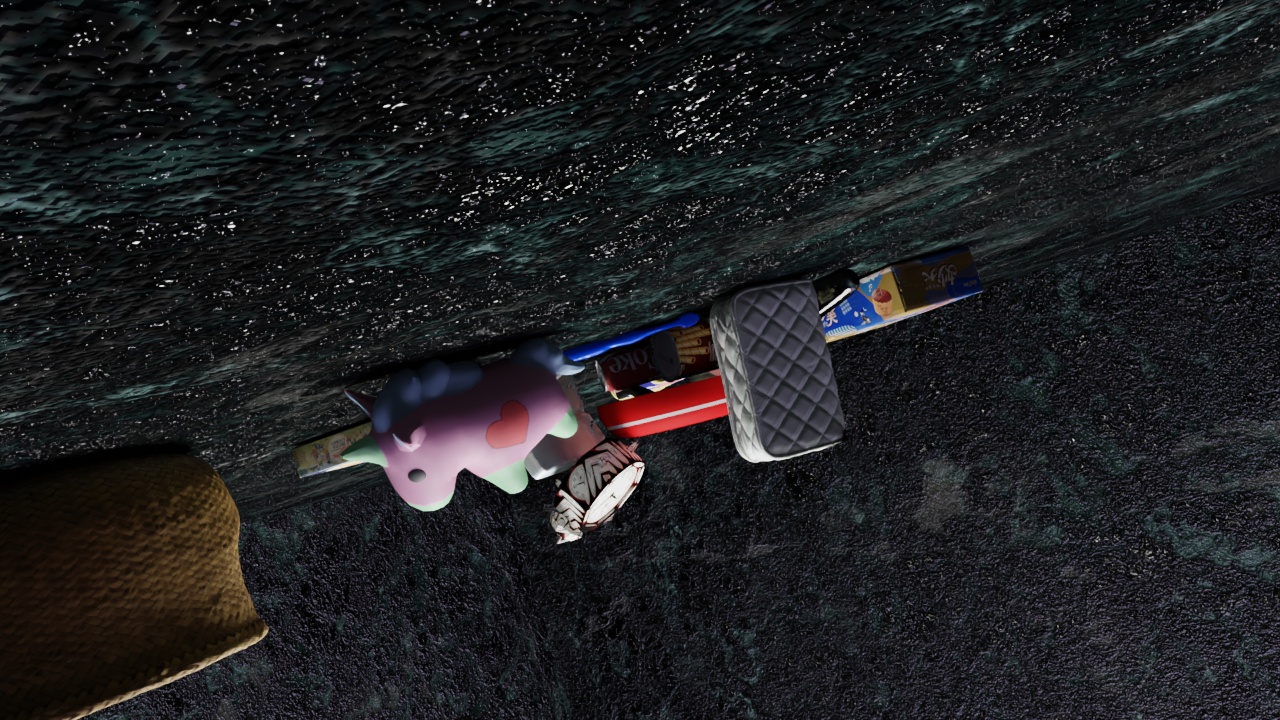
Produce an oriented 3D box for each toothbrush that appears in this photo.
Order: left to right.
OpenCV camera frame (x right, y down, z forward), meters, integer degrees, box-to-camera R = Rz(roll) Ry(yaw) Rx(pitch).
[{"bbox_3d":[-0.020,-0.024,1.045,0.182,0.016,0.018,-17,-179,-5],"label":"toothbrush"}]

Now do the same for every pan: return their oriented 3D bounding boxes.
[{"bbox_3d":[0.028,0.055,1.210,0.208,0.067,0.357,-13,177,-19],"label":"pan"}]

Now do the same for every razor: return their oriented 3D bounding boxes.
[{"bbox_3d":[0.228,-0.079,1.155,0.067,0.054,0.152,-26,174,-30],"label":"razor"}]

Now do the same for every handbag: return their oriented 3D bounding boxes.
[{"bbox_3d":[0.152,0.011,1.017,0.138,0.195,0.073,-11,179,-30],"label":"handbag"}]

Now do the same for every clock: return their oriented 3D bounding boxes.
[{"bbox_3d":[-0.063,0.161,1.121,0.114,0.065,0.155,-18,143,-56],"label":"clock"}]

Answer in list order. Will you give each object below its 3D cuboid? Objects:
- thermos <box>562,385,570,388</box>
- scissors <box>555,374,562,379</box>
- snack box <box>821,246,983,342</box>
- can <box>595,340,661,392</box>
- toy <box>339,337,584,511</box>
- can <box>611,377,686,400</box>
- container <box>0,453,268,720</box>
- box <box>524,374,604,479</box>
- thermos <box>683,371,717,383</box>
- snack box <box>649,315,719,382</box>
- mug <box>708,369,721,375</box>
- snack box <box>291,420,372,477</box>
[{"bbox_3d":[-0.211,0.094,1.320,0.240,0.082,0.082,-18,175,2],"label":"thermos"},{"bbox_3d":[-0.135,0.044,1.055,0.170,0.012,0.121,-42,-162,-30],"label":"scissors"},{"bbox_3d":[0.358,-0.090,1.323,0.154,0.069,0.203,-14,175,-28],"label":"snack box"},{"bbox_3d":[-0.007,0.007,1.223,0.096,0.054,0.054,-17,175,-11],"label":"can"},{"bbox_3d":[-0.152,0.046,0.845,0.221,0.171,0.120,-46,-138,-15],"label":"toy"},{"bbox_3d":[0.021,0.015,1.408,0.116,0.056,0.092,-14,173,-40],"label":"can"},{"bbox_3d":[-0.516,0.205,0.826,0.307,0.196,0.307,-18,177,-1],"label":"container"},{"bbox_3d":[-0.111,0.076,1.151,0.041,0.134,0.196,-37,169,19],"label":"box"},{"bbox_3d":[0.146,-0.010,1.395,0.098,0.098,0.221,-15,179,-32],"label":"thermos"},{"bbox_3d":[0.080,-0.020,1.119,0.121,0.072,0.072,-14,174,-26],"label":"snack box"},{"bbox_3d":[0.137,-0.034,1.243,0.105,0.073,0.083,-48,-167,-31],"label":"mug"},{"bbox_3d":[-0.347,0.105,1.192,0.145,0.042,0.144,-18,176,17],"label":"snack box"}]
